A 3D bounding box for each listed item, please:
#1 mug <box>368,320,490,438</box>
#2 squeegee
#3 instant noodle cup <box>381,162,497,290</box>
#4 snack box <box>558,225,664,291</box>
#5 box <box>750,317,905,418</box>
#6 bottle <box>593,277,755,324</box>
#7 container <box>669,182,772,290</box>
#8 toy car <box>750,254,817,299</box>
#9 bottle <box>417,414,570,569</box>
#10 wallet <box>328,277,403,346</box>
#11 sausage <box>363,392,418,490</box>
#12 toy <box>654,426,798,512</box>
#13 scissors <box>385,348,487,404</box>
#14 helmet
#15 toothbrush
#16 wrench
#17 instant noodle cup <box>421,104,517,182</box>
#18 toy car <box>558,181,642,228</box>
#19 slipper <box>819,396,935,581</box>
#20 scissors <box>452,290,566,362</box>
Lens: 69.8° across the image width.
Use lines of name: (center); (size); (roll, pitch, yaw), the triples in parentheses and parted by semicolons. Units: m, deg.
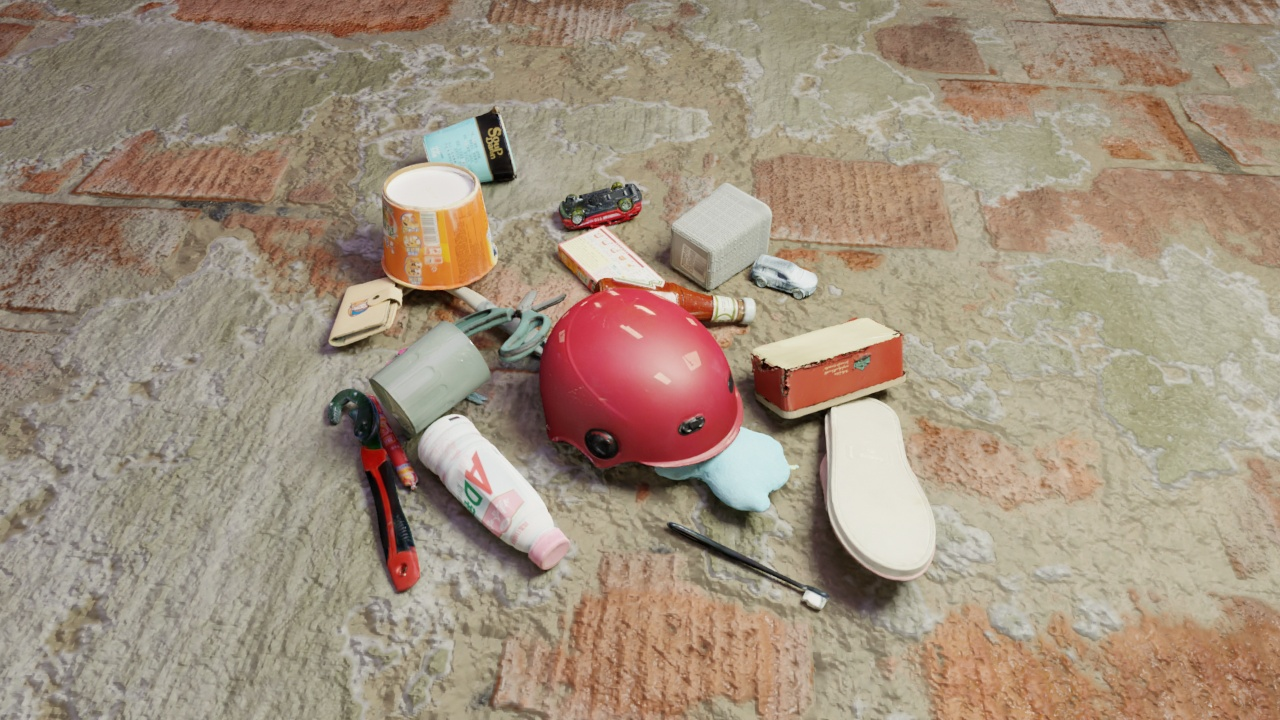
mug: (-0.230, 0.030, 1.014); (0.083, 0.124, 0.103); (41, 65, 18)
squeegee: (-0.207, -0.068, 1.168); (0.247, 0.039, 0.245); (29, 53, 23)
instant noodle cup: (-0.261, -0.176, 1.173); (0.151, 0.112, 0.151); (1, 41, -1)
snack box: (-0.037, -0.120, 1.231); (0.076, 0.027, 0.156); (-27, 53, -24)
box: (0.218, -0.002, 1.075); (0.168, 0.079, 0.091); (-16, 23, -17)
bottle: (0.044, -0.068, 1.153); (0.206, 0.060, 0.059); (3, 46, -15)
container: (0.104, -0.164, 1.237); (0.114, 0.090, 0.090); (-37, 58, -27)
toy car: (0.193, -0.114, 1.230); (0.090, 0.034, 0.042); (21, 46, 16)
bottle: (-0.151, 0.138, 0.960); (0.068, 0.068, 0.197); (-34, 59, -29)
wallet: (-0.339, -0.067, 1.149); (0.087, 0.024, 0.115); (-14, 35, 6)
sausage: (-0.283, 0.088, 1.031); (0.020, 0.020, 0.156); (-23, 52, -22)
toy: (0.092, 0.107, 1.007); (0.156, 0.050, 0.161); (-9, 42, 3)
scissors: (-0.240, 0.020, 1.103); (0.135, 0.017, 0.063); (22, 41, 12)
helmet: (-0.006, 0.006, 1.012); (0.240, 0.144, 0.206); (18, 47, 33)
toothbrush: (0.106, 0.207, 0.937); (0.181, 0.016, 0.018); (24, 59, 19)
wrench: (-0.284, 0.128, 0.986); (0.056, 0.016, 0.273); (-37, 54, 5)
instant noodle cup: (-0.254, -0.308, 1.354); (0.120, 0.111, 0.111); (-15, 49, -6)
toy car: (-0.056, -0.216, 1.309); (0.120, 0.045, 0.052); (-13, 46, -5)
slipper: (0.247, 0.134, 0.981); (0.114, 0.055, 0.273); (6, 35, -1)
scissors: (-0.170, -0.034, 1.074); (0.170, 0.019, 0.173); (-17, 28, 11)
